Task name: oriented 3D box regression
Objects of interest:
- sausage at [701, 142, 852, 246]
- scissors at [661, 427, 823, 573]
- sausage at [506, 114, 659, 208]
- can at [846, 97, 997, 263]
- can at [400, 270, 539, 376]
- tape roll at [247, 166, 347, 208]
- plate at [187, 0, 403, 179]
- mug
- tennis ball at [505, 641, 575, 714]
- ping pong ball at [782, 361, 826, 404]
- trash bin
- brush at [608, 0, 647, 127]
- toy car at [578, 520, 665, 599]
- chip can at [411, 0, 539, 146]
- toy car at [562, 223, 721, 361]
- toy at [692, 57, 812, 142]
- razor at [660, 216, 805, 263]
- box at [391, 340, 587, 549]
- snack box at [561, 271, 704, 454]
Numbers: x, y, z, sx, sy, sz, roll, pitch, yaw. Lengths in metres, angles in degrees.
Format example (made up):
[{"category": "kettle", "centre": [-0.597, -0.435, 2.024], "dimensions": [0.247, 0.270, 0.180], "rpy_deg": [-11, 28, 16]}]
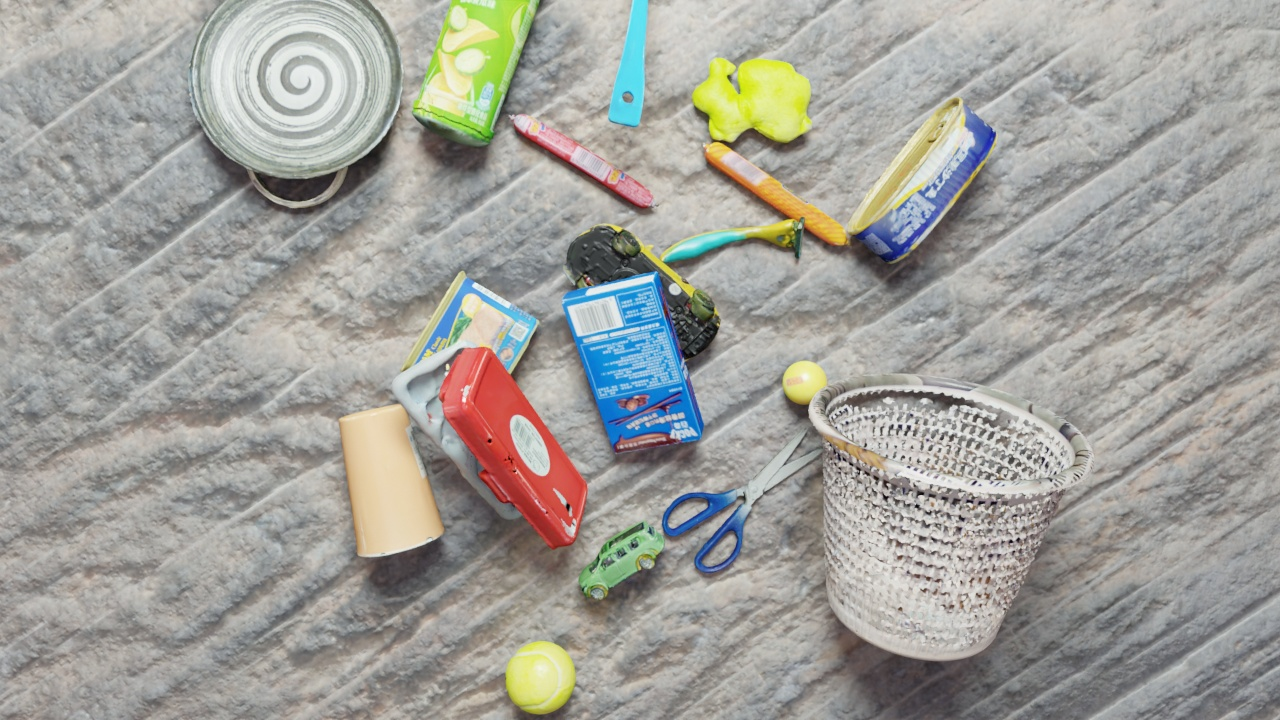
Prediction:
[{"category": "sausage", "centre": [0.123, -0.149, 0.827], "dimensions": [0.165, 0.021, 0.021], "rpy_deg": [33, 95, -7]}, {"category": "scissors", "centre": [0.093, 0.123, 0.870], "dimensions": [0.141, 0.012, 0.171], "rpy_deg": [18, 95, -6]}, {"category": "sausage", "centre": [-0.050, -0.178, 0.814], "dimensions": [0.156, 0.020, 0.020], "rpy_deg": [31, 95, -7]}, {"category": "can", "centre": [0.248, -0.157, 0.808], "dimensions": [0.049, 0.074, 0.148], "rpy_deg": [37, 94, -10]}, {"category": "can", "centre": [-0.149, -0.014, 0.813], "dimensions": [0.083, 0.057, 0.102], "rpy_deg": [31, 95, -10]}, {"category": "tape roll", "centre": [-0.301, -0.177, 0.801], "dimensions": [0.086, 0.014, 0.086], "rpy_deg": [0, 99, -3]}, {"category": "plate", "centre": [-0.290, -0.239, 0.779], "dimensions": [0.179, 0.024, 0.179], "rpy_deg": [0, 87, -3]}, {"category": "mug", "centre": [-0.226, 0.104, 0.818], "dimensions": [0.078, 0.078, 0.123], "rpy_deg": [-11, 94, -2]}, {"category": "tennis ball", "centre": [-0.093, 0.296, 0.856], "dimensions": [0.065, 0.065, 0.065], "rpy_deg": [0, 98, -4]}, {"category": "ping pong ball", "centre": [0.151, 0.020, 0.843], "dimensions": [0.040, 0.040, 0.040], "rpy_deg": [0, 98, -4]}, {"category": "trash bin", "centre": [0.249, 0.138, 0.793], "dimensions": [0.227, 0.227, 0.192], "rpy_deg": [2, 110, -4]}, {"category": "brush", "centre": [0.000, -0.308, 0.748], "dimensions": [0.083, 0.046, 0.254], "rpy_deg": [9, 74, -12]}, {"category": "toy car", "centre": [-0.020, 0.186, 0.856], "dimensions": [0.091, 0.043, 0.036], "rpy_deg": [-37, 101, 1]}, {"category": "chip can", "centre": [-0.124, -0.291, 0.767], "dimensions": [0.072, 0.072, 0.221], "rpy_deg": [20, 96, -6]}, {"category": "toy car", "centre": [0.004, -0.062, 0.817], "dimensions": [0.156, 0.041, 0.071], "rpy_deg": [39, 115, -10]}, {"category": "toy", "centre": [0.102, -0.231, 0.810], "dimensions": [0.100, 0.031, 0.096], "rpy_deg": [-30, 97, 2]}, {"category": "razor", "centre": [0.082, -0.105, 0.828], "dimensions": [0.132, 0.043, 0.028], "rpy_deg": [-9, 59, 0]}, {"category": "box", "centre": [-0.129, 0.077, 0.786], "dimensions": [0.099, 0.095, 0.201], "rpy_deg": [-10, 133, 23]}, {"category": "snack box", "centre": [-0.005, 0.005, 0.812], "dimensions": [0.085, 0.026, 0.157], "rpy_deg": [-11, 112, 16]}]
